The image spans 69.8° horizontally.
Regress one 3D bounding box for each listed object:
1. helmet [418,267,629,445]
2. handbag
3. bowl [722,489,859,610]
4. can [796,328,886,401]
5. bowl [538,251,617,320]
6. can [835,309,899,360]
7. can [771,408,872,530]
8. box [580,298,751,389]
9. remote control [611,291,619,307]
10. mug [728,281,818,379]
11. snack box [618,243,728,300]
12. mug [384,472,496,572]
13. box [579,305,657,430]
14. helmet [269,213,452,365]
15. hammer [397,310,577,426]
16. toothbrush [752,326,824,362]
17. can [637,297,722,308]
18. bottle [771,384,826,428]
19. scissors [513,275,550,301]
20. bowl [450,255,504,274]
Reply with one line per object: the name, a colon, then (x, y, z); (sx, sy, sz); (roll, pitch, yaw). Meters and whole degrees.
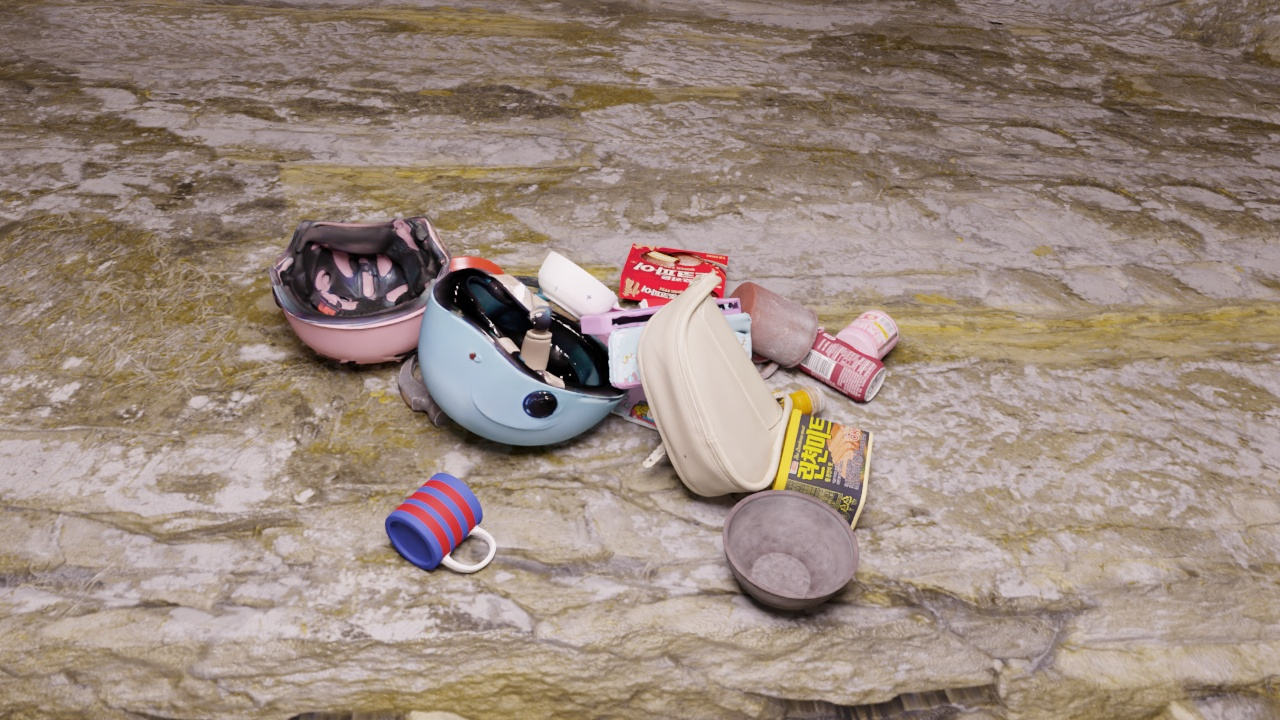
helmet: (-0.150, 0.010, 1.125); (0.265, 0.167, 0.225); (23, 25, -18)
handbag: (0.074, 0.035, 1.085); (0.132, 0.229, 0.183); (-14, 23, 46)
bowl: (0.158, 0.216, 0.997); (0.145, 0.067, 0.144); (3, 40, -2)
can: (0.274, 0.007, 1.259); (0.114, 0.063, 0.063); (31, 47, 28)
bowl: (-0.086, -0.088, 1.169); (0.105, 0.105, 0.054); (35, 89, 31)
can: (0.320, -0.027, 1.301); (0.067, 0.067, 0.076); (31, 46, 28)
can: (0.217, 0.132, 1.101); (0.101, 0.073, 0.130); (15, 41, 8)
box: (0.037, -0.022, 1.151); (0.213, 0.092, 0.090); (-10, 7, -32)
remote control: (-0.045, -0.047, 1.319); (0.050, 0.011, 0.135); (-9, 51, -16)
mug: (0.167, -0.035, 1.253); (0.110, 0.123, 0.096); (23, 6, -16)
snack box: (0.053, -0.129, 1.399); (0.152, 0.036, 0.132); (8, 29, 4)
mug: (-0.212, 0.188, 1.001); (0.112, 0.075, 0.076); (43, 48, 2)
box: (-0.006, 0.011, 1.232); (0.201, 0.059, 0.155); (19, 75, 17)
helmet: (-0.368, -0.083, 1.233); (0.229, 0.153, 0.255); (-8, 41, -17)
hammer: (-0.186, -0.019, 1.273); (0.119, 0.031, 0.330); (35, 49, 31)
toothbrush: (0.216, -0.024, 1.326); (0.134, 0.016, 0.021); (-22, 58, -28)
can: (0.064, -0.054, 1.305); (0.132, 0.070, 0.070); (-2, 41, -8)
bottle: (0.150, 0.071, 1.178); (0.186, 0.053, 0.053); (-14, 44, -21)
scissors: (-0.140, -0.106, 1.387); (0.150, 0.019, 0.120); (27, 44, 22)
bowl: (-0.262, -0.107, 1.363); (0.122, 0.035, 0.121); (3, 40, -2)
